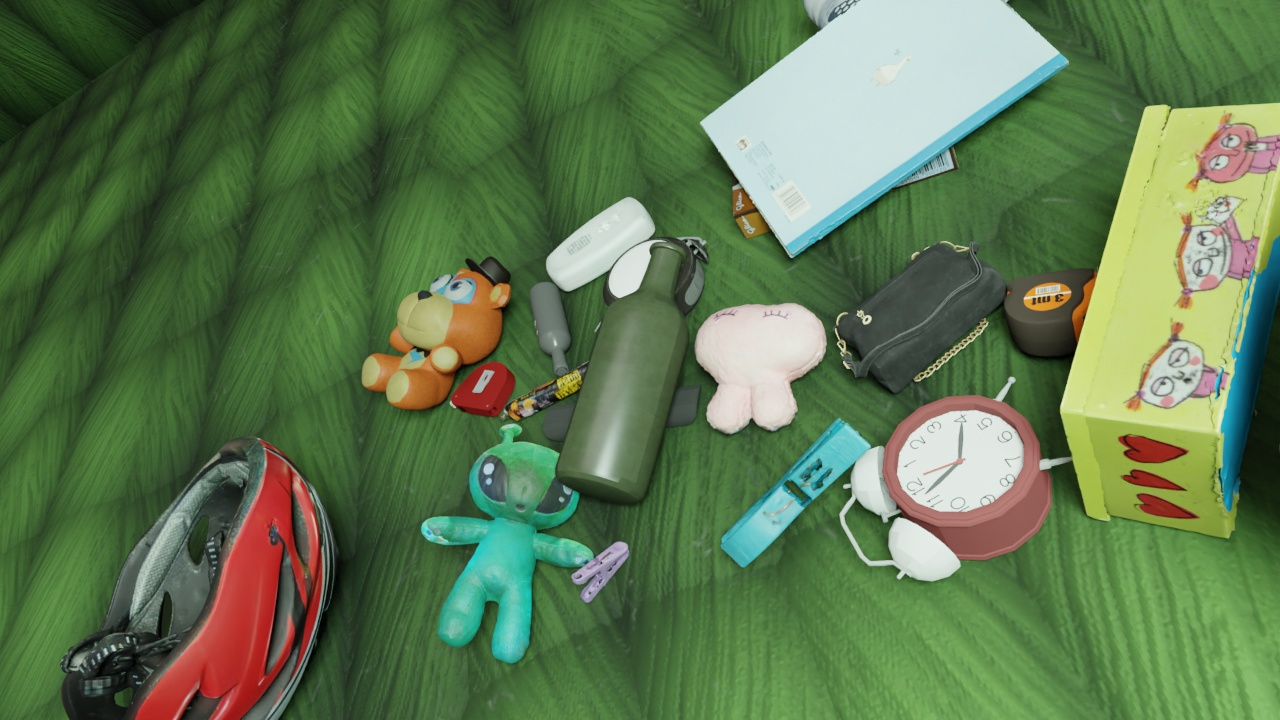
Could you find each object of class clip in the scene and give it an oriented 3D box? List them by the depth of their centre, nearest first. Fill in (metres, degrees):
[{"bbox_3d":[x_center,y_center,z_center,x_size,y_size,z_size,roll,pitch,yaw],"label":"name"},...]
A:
[{"bbox_3d":[0.100,0.087,0.599,0.027,0.103,0.120,45,98,9],"label":"clip"},{"bbox_3d":[-0.030,0.158,0.673,0.050,0.045,0.014,-14,27,-39],"label":"clip"}]

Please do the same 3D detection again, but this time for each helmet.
[{"bbox_3d":[-0.346,0.195,0.747,0.218,0.167,0.271,-14,53,41],"label":"helmet"}]

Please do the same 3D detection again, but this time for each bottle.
[{"bbox_3d":[-0.004,0.004,0.712,0.072,0.071,0.206,2,66,36],"label":"bottle"},{"bbox_3d":[-0.082,-0.027,0.853,0.030,0.030,0.112,-29,43,11],"label":"bottle"}]

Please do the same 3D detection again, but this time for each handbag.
[{"bbox_3d":[0.195,-0.038,0.652,0.128,0.054,0.079,-41,38,2],"label":"handbag"}]

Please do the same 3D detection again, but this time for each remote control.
[{"bbox_3d":[-0.016,0.043,0.758,0.147,0.015,0.033,-10,50,29],"label":"remote control"},{"bbox_3d":[-0.040,-0.113,0.898,0.114,0.028,0.060,-37,42,3],"label":"remote control"}]

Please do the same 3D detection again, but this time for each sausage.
[{"bbox_3d":[-0.058,0.017,0.806,0.155,0.020,0.020,-28,44,13],"label":"sausage"}]

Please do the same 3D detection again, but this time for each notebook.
[{"bbox_3d":[0.189,-0.221,0.768,0.254,0.009,0.181,-35,56,13],"label":"notebook"}]

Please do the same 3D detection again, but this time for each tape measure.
[{"bbox_3d":[0.272,-0.029,0.603,0.058,0.038,0.058,-9,37,29],"label":"tape measure"},{"bbox_3d":[-0.147,0.025,0.863,0.059,0.019,0.051,6,59,38],"label":"tape measure"}]

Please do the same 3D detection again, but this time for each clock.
[{"bbox_3d":[0.189,0.077,0.561,0.138,0.048,0.096,-31,43,8],"label":"clock"},{"bbox_3d":[0.012,-0.074,0.817,0.091,0.044,0.122,2,56,36],"label":"clock"}]

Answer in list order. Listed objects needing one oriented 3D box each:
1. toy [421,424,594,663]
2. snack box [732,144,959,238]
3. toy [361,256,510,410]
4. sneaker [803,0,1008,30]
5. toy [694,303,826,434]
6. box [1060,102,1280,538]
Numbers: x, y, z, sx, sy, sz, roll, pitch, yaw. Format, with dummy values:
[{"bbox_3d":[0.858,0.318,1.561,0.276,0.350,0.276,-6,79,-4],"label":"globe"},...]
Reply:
[{"bbox_3d":[-0.098,0.131,0.708,0.130,0.073,0.193,15,61,-1],"label":"toy"},{"bbox_3d":[0.172,-0.180,0.803,0.186,0.031,0.100,-16,47,24],"label":"snack box"},{"bbox_3d":[-0.190,-0.027,0.892,0.175,0.096,0.112,-45,37,-22],"label":"toy"},{"bbox_3d":[0.282,-0.325,0.818,0.270,0.103,0.132,-15,63,26],"label":"sneaker"},{"bbox_3d":[0.087,0.005,0.696,0.108,0.053,0.105,-4,68,31],"label":"toy"},{"bbox_3d":[0.305,-0.025,0.514,0.080,0.124,0.220,10,63,40],"label":"box"}]
